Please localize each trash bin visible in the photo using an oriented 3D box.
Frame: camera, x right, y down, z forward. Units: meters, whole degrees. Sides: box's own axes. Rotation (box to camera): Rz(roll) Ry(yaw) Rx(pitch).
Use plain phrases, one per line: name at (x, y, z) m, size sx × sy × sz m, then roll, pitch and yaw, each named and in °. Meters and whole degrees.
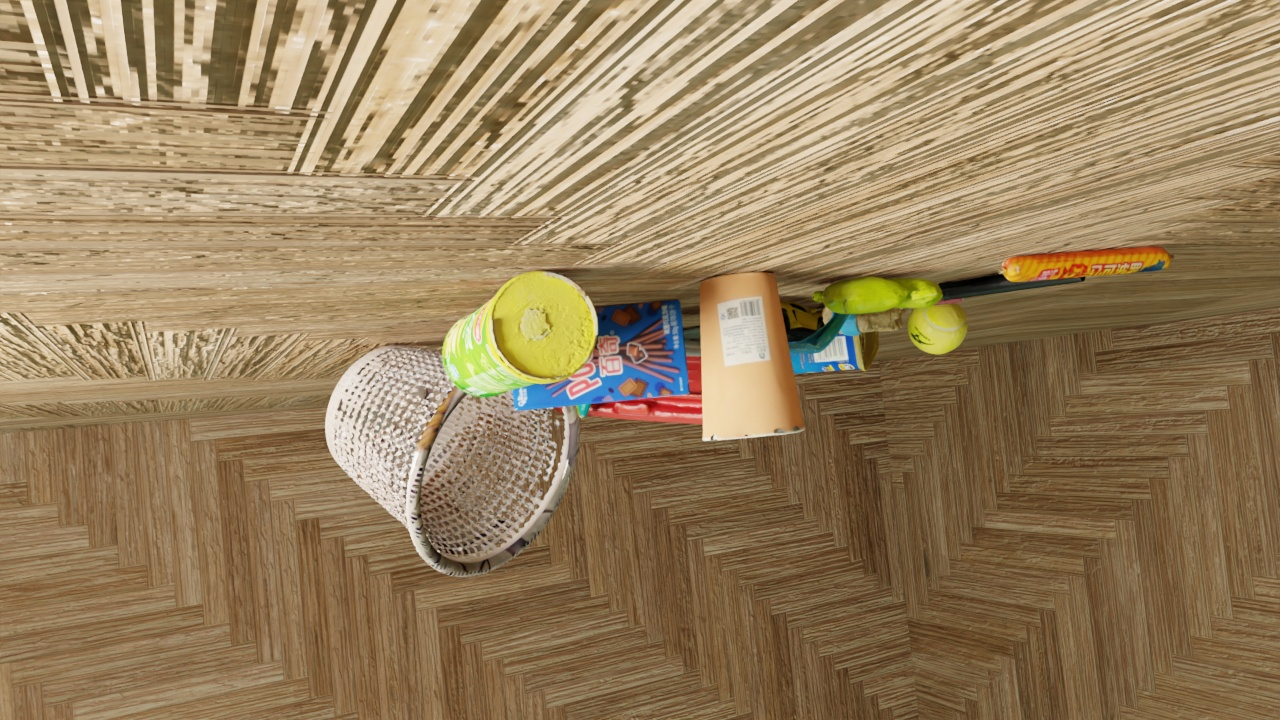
trash bin at (-0.204, 0.078, 0.934) m, size 0.192 × 0.227 × 0.227 m, roll 19°, pitch -168°, yaw 34°

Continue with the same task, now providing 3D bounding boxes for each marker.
marker at (0.342, -0.074, 0.853) m, size 0.132 × 0.020 × 0.022 m, roll -7°, pitch 148°, yaw 43°

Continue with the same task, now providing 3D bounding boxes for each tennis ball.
tennis ball at (0.340, -0.040, 1.052) m, size 0.065 × 0.065 × 0.065 m, roll -6°, pitch 177°, yaw 0°

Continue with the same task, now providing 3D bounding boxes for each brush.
brush at (0.179, -0.030, 0.825) m, size 0.083 × 0.046 × 0.254 m, roll 1°, pitch -168°, yaw 28°

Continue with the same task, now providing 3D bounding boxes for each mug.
mug at (0.080, -0.003, 0.702) m, size 0.078 × 0.122 × 0.078 m, roll -6°, pitch 178°, yaw 0°

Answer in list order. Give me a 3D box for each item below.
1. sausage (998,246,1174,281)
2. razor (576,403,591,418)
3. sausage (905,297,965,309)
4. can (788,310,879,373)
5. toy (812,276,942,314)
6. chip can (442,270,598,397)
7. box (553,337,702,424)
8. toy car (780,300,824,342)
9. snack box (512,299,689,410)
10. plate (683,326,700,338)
sausage at (0.368, -0.080, 0.754) m, size 0.165 × 0.021 × 0.021 m, roll -5°, pitch 177°, yaw -11°
razor at (-0.043, 0.005, 0.909) m, size 0.043 × 0.028 × 0.133 m, roll -7°, pitch 136°, yaw -32°
sausage at (0.263, -0.060, 0.953) m, size 0.156 × 0.020 × 0.020 m, roll -7°, pitch 177°, yaw 34°
can at (0.215, -0.024, 1.025) m, size 0.083 × 0.057 × 0.101 m, roll -5°, pitch -163°, yaw 27°
toy at (0.202, -0.056, 0.782) m, size 0.100 × 0.031 × 0.097 m, roll -6°, pitch -174°, yaw -36°
chip can at (-0.096, -0.013, 0.672) m, size 0.072 × 0.072 × 0.222 m, roll -5°, pitch 177°, yaw -21°
box at (-0.006, 0.002, 0.947) m, size 0.202 × 0.095 × 0.099 m, roll 3°, pitch 151°, yaw 18°
toy car at (0.136, -0.037, 0.922) m, size 0.071 × 0.041 × 0.155 m, roll -8°, pitch 172°, yaw 38°
snack box at (-0.038, -0.004, 0.818) m, size 0.157 × 0.084 × 0.026 m, roll -6°, pitch 177°, yaw -2°
plate at (0.110, -0.030, 1.199) m, size 0.179 × 0.024 × 0.179 m, roll -5°, pitch 178°, yaw 0°
